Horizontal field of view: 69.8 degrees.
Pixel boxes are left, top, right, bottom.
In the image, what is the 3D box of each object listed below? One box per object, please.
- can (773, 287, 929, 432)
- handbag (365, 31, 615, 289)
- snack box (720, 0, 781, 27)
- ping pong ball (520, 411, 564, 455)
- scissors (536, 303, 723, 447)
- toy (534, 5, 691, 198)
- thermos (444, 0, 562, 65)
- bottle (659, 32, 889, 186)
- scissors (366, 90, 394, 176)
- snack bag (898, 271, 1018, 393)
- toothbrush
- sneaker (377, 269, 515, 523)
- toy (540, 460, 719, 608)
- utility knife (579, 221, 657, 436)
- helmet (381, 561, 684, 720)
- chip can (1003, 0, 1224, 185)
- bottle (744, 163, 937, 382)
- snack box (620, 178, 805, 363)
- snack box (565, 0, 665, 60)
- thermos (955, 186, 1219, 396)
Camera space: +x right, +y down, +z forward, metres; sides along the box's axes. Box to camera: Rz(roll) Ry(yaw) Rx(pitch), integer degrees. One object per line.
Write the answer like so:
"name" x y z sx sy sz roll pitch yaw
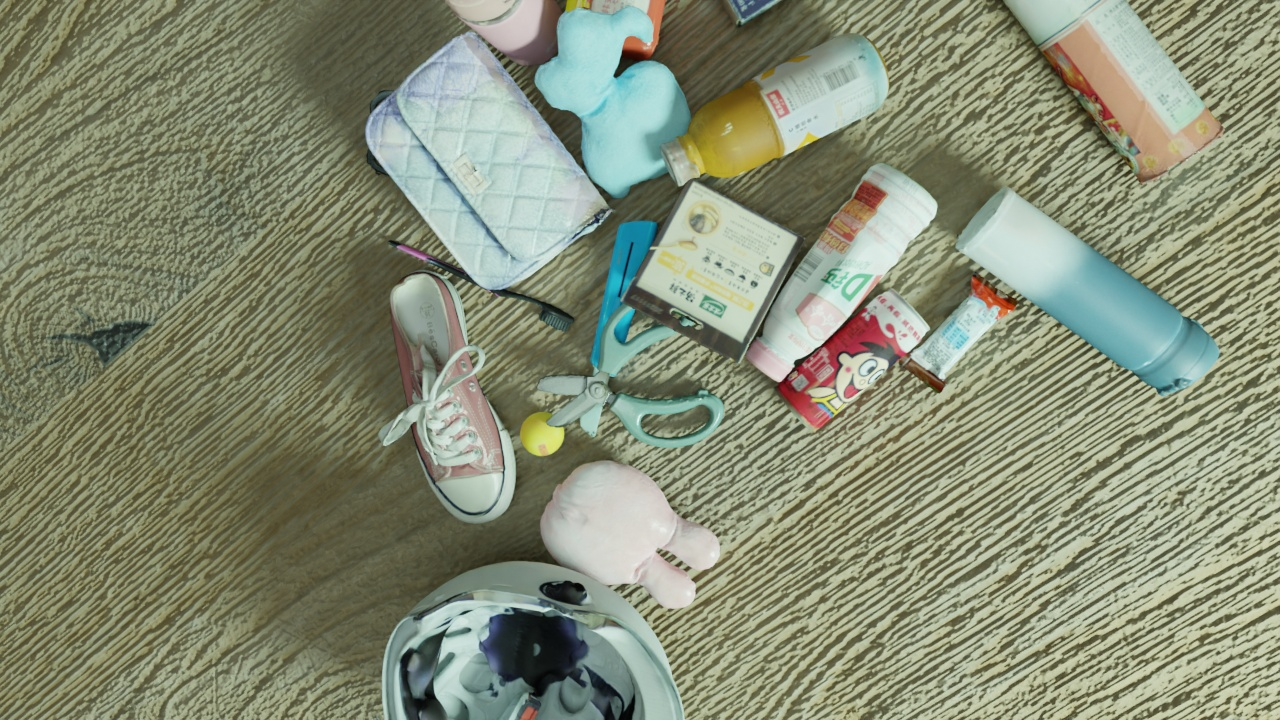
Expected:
"can" 0.182 0.000 0.790 0.133 0.053 0.053 -43 91 10
"handbag" -0.133 -0.163 0.790 0.134 0.075 0.194 -38 98 10
"snack box" 0.112 -0.401 0.746 0.183 0.045 0.178 -31 97 10
"ping pong ball" -0.090 0.067 0.840 0.040 0.040 0.040 1 97 7
"scissors" -0.007 0.002 0.819 0.175 0.019 0.176 7 97 -4
"toy" -0.015 -0.210 0.765 0.156 0.049 0.162 18 128 -20
"thermos" -0.105 -0.292 0.716 0.067 0.198 0.087 27 98 4
"bottle" 0.107 -0.201 0.754 0.189 0.068 0.068 -26 93 1
"scissors" -0.165 -0.205 0.828 0.171 0.014 0.150 -30 94 9
"snack bag" 0.273 -0.024 0.790 0.048 0.026 0.104 38 101 7
"toothbrush" -0.148 -0.070 0.844 0.189 0.014 0.018 24 112 4
"sneaker" -0.179 0.037 0.823 0.118 0.087 0.241 -13 95 8
"toy" -0.011 0.161 0.835 0.159 0.054 0.121 31 108 3
"utility knife" -0.024 -0.028 0.832 0.034 0.018 0.205 15 100 4
"helmet" -0.089 0.277 0.814 0.259 0.145 0.229 4 105 2
"chip can" 0.366 -0.245 0.727 0.071 0.071 0.214 -38 91 10
"bottle" 0.164 -0.069 0.776 0.068 0.068 0.197 37 100 1
"snack box" 0.061 -0.074 0.782 0.113 0.053 0.125 29 85 3
"snack box" -0.020 -0.298 0.766 0.080 0.082 0.091 11 100 -5
"thermos" 0.369 -0.055 0.757 0.220 0.070 0.070 35 100 1
